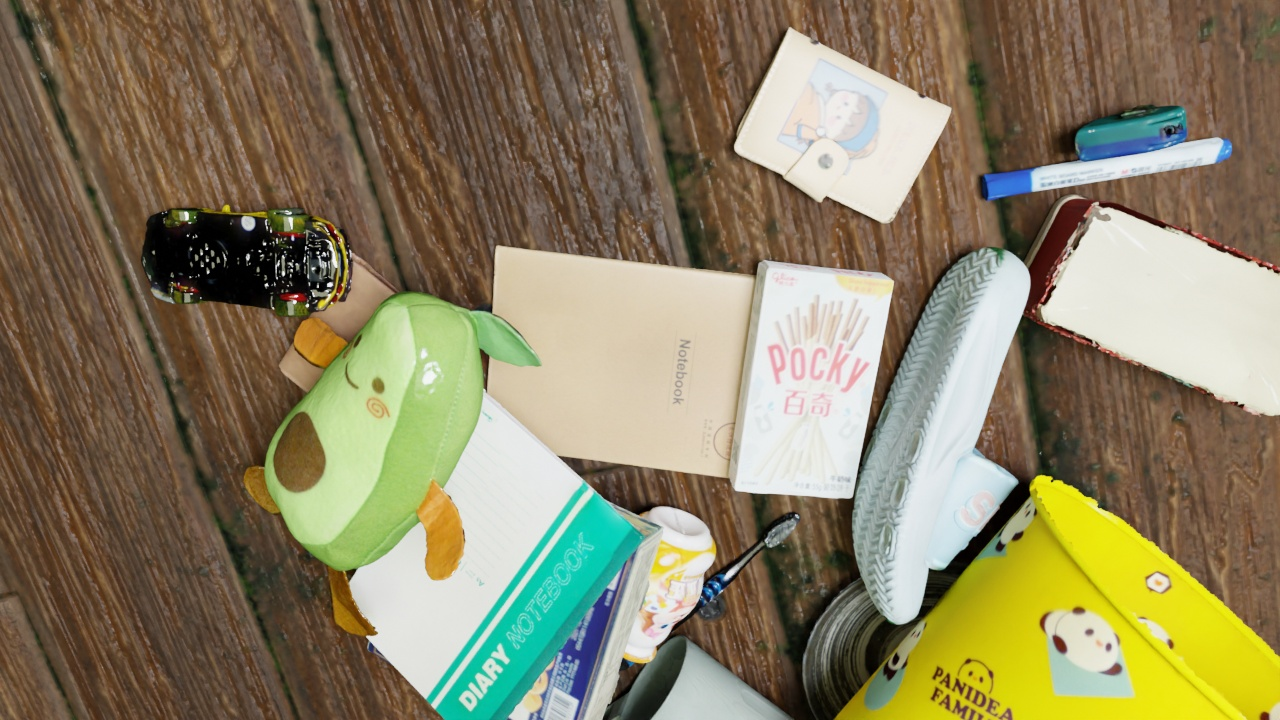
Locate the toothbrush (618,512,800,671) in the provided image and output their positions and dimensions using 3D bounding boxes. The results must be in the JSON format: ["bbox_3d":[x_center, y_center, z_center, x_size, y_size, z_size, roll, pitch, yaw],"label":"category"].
[{"bbox_3d":[0.047,0.174,0.678,0.014,0.016,0.190,46,105,-2],"label":"toothbrush"}]

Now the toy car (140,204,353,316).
[{"bbox_3d":[-0.271,-0.071,0.627,0.156,0.041,0.071,5,103,16],"label":"toy car"}]

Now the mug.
[{"bbox_3d":[0.039,0.275,0.680,0.103,0.083,0.124,36,132,-6],"label":"mug"}]

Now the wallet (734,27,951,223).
[{"bbox_3d":[0.125,-0.145,0.583,0.115,0.024,0.087,26,101,-3],"label":"wallet"}]

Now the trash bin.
[{"bbox_3d":[0.240,0.239,0.554,0.229,0.229,0.256,36,110,-5],"label":"trash bin"}]

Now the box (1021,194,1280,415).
[{"bbox_3d":[0.328,-0.032,0.565,0.168,0.076,0.091,22,105,0],"label":"box"}]

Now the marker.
[{"bbox_3d":[0.291,-0.121,0.576,0.146,0.016,0.017,-8,104,8],"label":"marker"}]

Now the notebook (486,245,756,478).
[{"bbox_3d":[-0.004,0.004,0.641,0.208,0.008,0.148,7,106,4],"label":"notebook"}]

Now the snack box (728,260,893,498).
[{"bbox_3d":[0.112,0.015,0.617,0.084,0.027,0.157,5,107,-6],"label":"snack box"}]

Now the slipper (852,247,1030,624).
[{"bbox_3d":[0.200,0.050,0.589,0.074,0.104,0.245,16,98,-6],"label":"slipper"}]

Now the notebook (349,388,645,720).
[{"bbox_3d":[-0.108,0.143,0.615,0.150,0.012,0.209,40,110,15],"label":"notebook"}]

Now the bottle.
[{"bbox_3d":[0.011,0.161,0.653,0.063,0.063,0.108,19,106,0],"label":"bottle"}]

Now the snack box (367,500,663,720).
[{"bbox_3d":[-0.093,0.163,0.642,0.182,0.045,0.178,23,106,21],"label":"snack box"}]

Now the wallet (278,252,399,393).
[{"bbox_3d":[-0.186,-0.001,0.638,0.115,0.020,0.101,39,106,9],"label":"wallet"}]

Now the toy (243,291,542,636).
[{"bbox_3d":[-0.172,0.054,0.581,0.227,0.089,0.247,48,115,26],"label":"toy"}]

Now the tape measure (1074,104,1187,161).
[{"bbox_3d":[0.296,-0.139,0.551,0.058,0.054,0.025,-1,111,39],"label":"tape measure"}]

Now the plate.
[{"bbox_3d":[0.209,0.225,0.672,0.179,0.024,0.179,1,103,5],"label":"plate"}]
